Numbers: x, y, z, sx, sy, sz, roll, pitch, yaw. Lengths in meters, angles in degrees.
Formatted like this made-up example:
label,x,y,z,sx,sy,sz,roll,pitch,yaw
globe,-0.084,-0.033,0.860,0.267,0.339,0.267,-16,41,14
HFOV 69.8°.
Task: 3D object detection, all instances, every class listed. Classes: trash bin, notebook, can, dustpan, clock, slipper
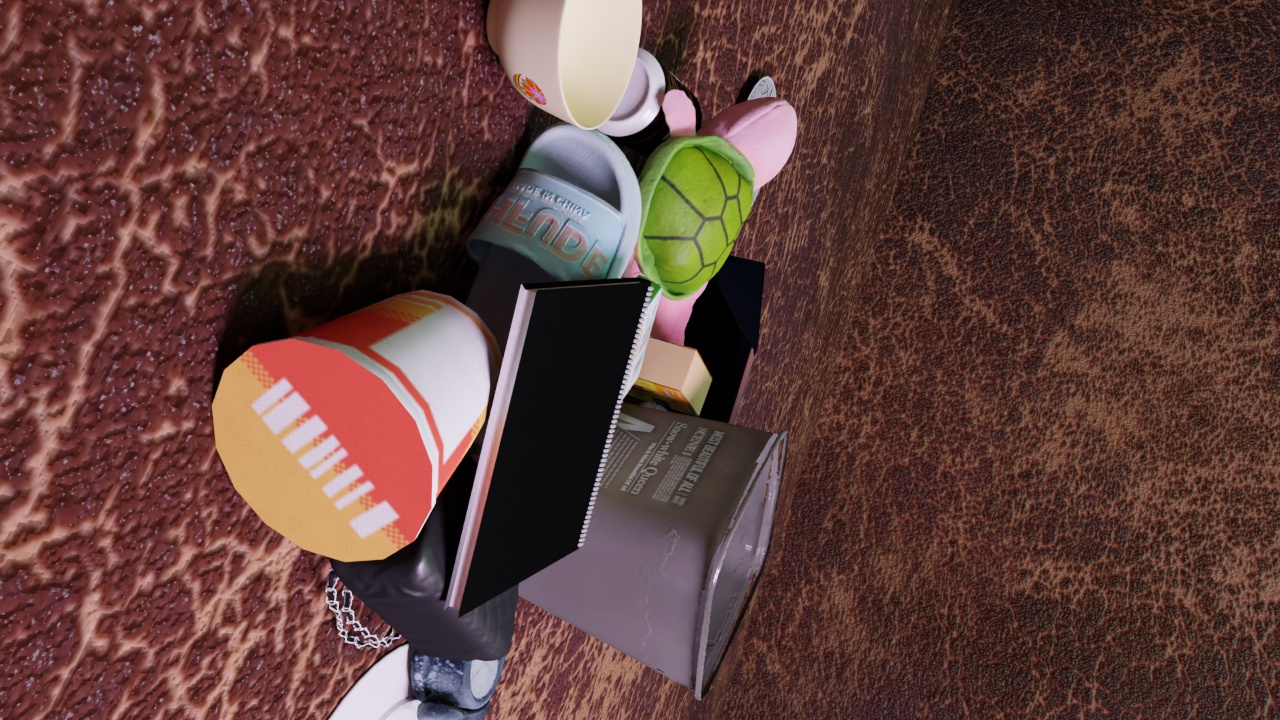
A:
label,x,y,z,sx,sy,sz,roll,pitch,yaw
trash bin,-0.008,0.144,0.819,0.196,0.220,0.198,-51,152,-48
notebook,-0.055,0.048,0.593,0.148,0.016,0.207,-14,122,-63
can,0.004,-0.215,0.779,0.128,0.072,0.072,-3,109,-70
dustpan,0.070,-0.002,1.027,0.272,0.080,0.237,-74,178,-55
clock,-0.150,0.254,0.753,0.090,0.052,0.129,41,57,-72
slipper,-0.078,-0.054,0.644,0.245,0.104,0.074,-67,164,-4

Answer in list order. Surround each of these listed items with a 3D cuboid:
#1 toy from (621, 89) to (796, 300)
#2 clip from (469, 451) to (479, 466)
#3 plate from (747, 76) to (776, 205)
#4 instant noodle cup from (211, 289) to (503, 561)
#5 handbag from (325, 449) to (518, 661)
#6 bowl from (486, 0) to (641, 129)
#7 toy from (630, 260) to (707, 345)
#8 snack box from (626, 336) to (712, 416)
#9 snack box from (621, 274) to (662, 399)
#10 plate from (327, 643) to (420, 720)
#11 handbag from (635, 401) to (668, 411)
label,x,y,z,sx,sy,sz,roll,pitch,yaw
toy,0.048,-0.132,0.762,0.237,0.088,0.190,-48,143,-26
clip,-0.141,0.098,0.721,0.024,0.045,0.062,-32,117,-64
plate,0.138,-0.273,1.195,0.188,0.016,0.188,17,89,-71
instant noodle cup,-0.143,0.024,0.510,0.120,0.123,0.124,-54,155,-61
handbag,-0.152,0.125,0.634,0.154,0.115,0.124,64,28,-48
bowl,-0.057,-0.217,0.598,0.118,0.074,0.118,17,89,-71
toy,0.025,-0.092,0.906,0.191,0.097,0.237,-35,141,-42
snack box,-0.005,0.005,0.856,0.088,0.126,0.040,52,57,-67
snack box,-0.042,0.031,0.704,0.167,0.027,0.132,-55,170,-31
plate,-0.209,0.326,0.727,0.208,0.015,0.208,17,89,-71
handbag,0.000,0.123,0.990,0.067,0.144,0.170,-50,178,-34
